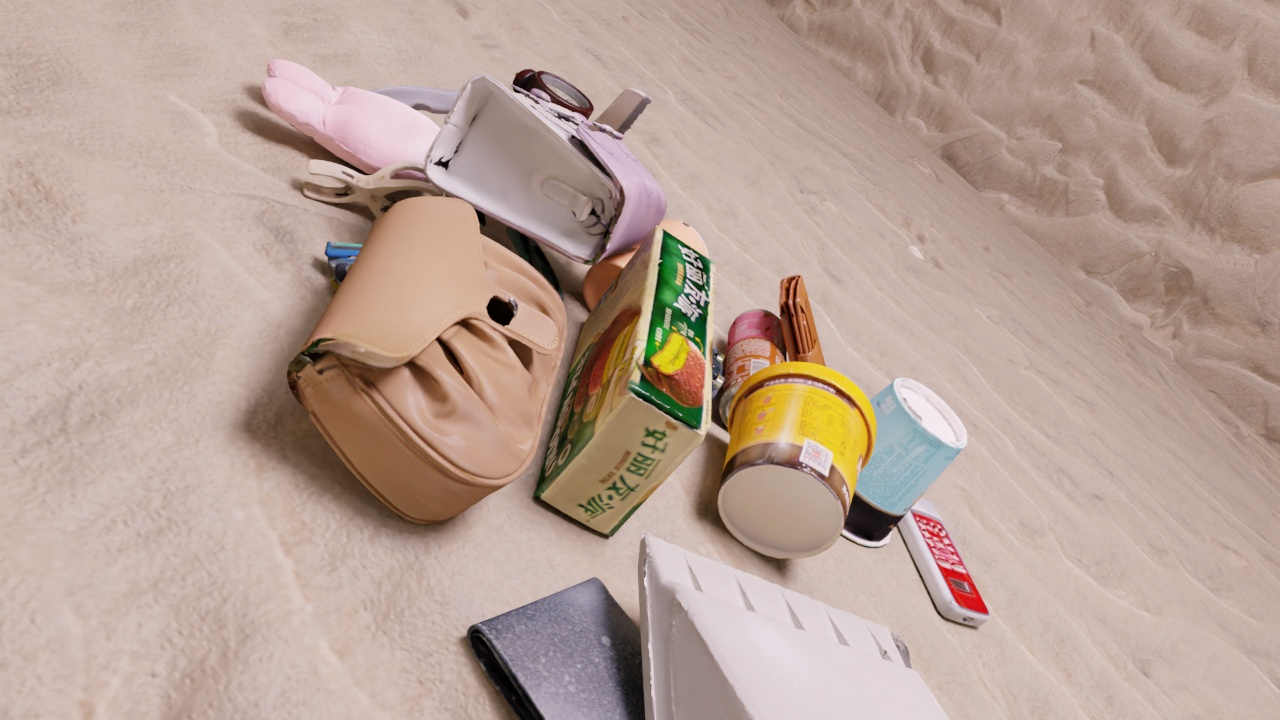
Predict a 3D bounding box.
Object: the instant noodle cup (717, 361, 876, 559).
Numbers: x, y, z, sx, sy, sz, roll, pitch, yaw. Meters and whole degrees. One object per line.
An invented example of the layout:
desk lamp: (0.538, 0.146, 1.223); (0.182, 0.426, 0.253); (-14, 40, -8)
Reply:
instant noodle cup: (0.116, 0.079, 0.704); (0.118, 0.119, 0.114); (36, 37, -5)

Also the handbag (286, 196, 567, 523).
handbag: (-0.116, -0.011, 0.559); (0.147, 0.100, 0.204); (40, 33, -24)

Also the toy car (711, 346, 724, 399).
toy car: (0.044, 0.004, 0.805); (0.054, 0.037, 0.120); (34, 19, -4)

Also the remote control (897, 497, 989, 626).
remote control: (0.268, 0.176, 0.829); (0.056, 0.020, 0.135); (21, 34, -27)

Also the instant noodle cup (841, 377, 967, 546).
instant noodle cup: (0.213, 0.082, 0.794); (0.111, 0.121, 0.111); (28, 31, -19)

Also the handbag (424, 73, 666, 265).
handbag: (-0.058, -0.141, 0.709); (0.145, 0.098, 0.196); (35, 13, 3)

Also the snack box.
snack box: (-0.004, 0.004, 0.668); (0.063, 0.115, 0.239); (32, 30, -14)

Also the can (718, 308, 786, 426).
can: (0.105, 0.009, 0.842); (0.058, 0.058, 0.147); (33, 30, -10)

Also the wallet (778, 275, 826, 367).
wallet: (0.157, -0.008, 0.872); (0.107, 0.031, 0.132); (-58, 133, -70)

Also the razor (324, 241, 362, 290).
razor: (-0.189, -0.025, 0.599); (0.042, 0.022, 0.142); (0, 46, -12)

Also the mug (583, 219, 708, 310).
mug: (0.003, -0.079, 0.838); (0.078, 0.078, 0.122); (43, 34, 8)

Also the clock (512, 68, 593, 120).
clock: (-0.101, -0.287, 1.030); (0.082, 0.055, 0.121); (13, 36, -37)

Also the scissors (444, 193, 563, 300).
scissors: (-0.123, -0.123, 0.764); (0.176, 0.019, 0.174); (39, 20, -52)

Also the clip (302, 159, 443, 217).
clip: (-0.206, -0.121, 0.718); (0.104, 0.089, 0.035); (-9, 48, -14)

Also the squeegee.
squeegee: (-0.140, -0.234, 0.856); (0.246, 0.247, 0.039); (5, 83, -15)

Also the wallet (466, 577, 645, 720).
wallet: (-0.022, 0.173, 0.489); (0.097, 0.019, 0.121); (-9, 45, -48)

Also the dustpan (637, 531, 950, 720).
dustpan: (0.088, 0.249, 0.483); (0.222, 0.143, 0.257); (27, 12, -27)

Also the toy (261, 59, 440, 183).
toy: (-0.231, -0.195, 0.755); (0.159, 0.054, 0.121); (23, 25, -27)
